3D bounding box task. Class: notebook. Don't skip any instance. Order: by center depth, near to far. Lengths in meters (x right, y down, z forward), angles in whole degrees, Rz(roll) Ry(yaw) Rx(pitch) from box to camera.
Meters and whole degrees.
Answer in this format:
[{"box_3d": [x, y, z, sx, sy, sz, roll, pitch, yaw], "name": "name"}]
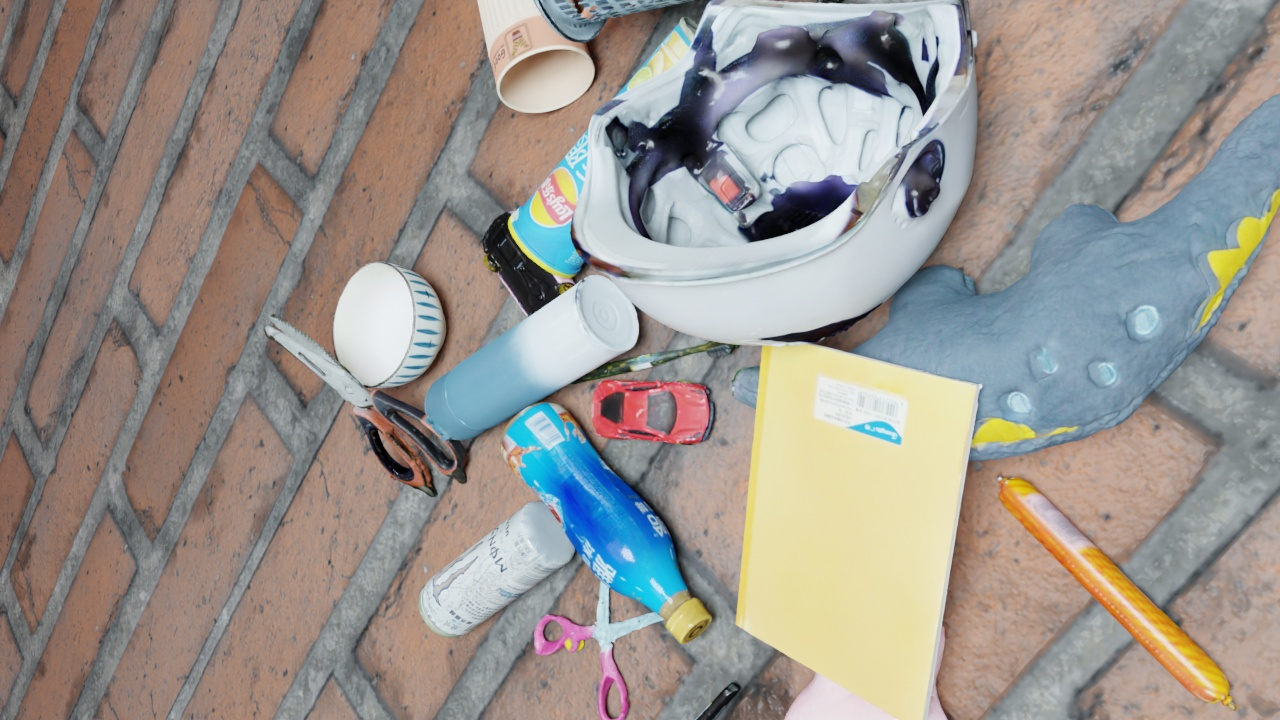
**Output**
[{"box_3d": [0.120, 0.097, 0.549, 0.146, 0.010, 0.206, 18, 110, 45], "name": "notebook"}]

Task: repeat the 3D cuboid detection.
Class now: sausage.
[{"box_3d": [0.261, 0.125, 0.513, 0.021, 0.021, 0.165, -51, 59, 21], "name": "sausage"}]

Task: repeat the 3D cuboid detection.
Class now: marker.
[{"box_3d": [0.034, 0.279, 0.671, 0.015, 0.018, 0.124, 47, 112, 28], "name": "marker"}]

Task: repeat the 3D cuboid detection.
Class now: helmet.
[{"box_3d": [0.088, -0.101, 0.562, 0.229, 0.146, 0.258, 13, 61, 38], "name": "helmet"}]

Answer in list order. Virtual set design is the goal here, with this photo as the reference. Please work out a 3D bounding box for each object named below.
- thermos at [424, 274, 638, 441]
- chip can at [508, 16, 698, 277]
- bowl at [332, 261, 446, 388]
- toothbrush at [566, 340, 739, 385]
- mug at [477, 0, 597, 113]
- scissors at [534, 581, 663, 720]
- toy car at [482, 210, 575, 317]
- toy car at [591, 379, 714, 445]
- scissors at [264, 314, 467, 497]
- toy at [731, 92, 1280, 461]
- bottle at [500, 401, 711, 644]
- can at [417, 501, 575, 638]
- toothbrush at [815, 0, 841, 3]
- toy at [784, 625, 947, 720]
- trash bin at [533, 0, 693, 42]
[{"box_3d": [-0.098, 0.005, 0.749, 0.221, 0.070, 0.070, -29, 69, 38], "name": "thermos"}, {"box_3d": [-0.013, -0.160, 0.710, 0.211, 0.071, 0.071, -44, 62, 25], "name": "chip can"}, {"box_3d": [-0.226, -0.030, 0.861, 0.117, 0.066, 0.116, -4, 83, 35], "name": "bowl"}, {"box_3d": [-0.004, 0.004, 0.724, 0.186, 0.017, 0.012, -12, 115, 35], "name": "toothbrush"}, {"box_3d": [-0.080, -0.283, 0.762, 0.115, 0.081, 0.105, -30, 67, 37], "name": "mug"}, {"box_3d": [-0.031, 0.224, 0.727, 0.134, 0.017, 0.135, -25, 69, 29], "name": "scissors"}, {"box_3d": [-0.090, -0.073, 0.783, 0.056, 0.037, 0.122, -43, 75, 32], "name": "toy car"}, {"box_3d": [0.007, 0.039, 0.704, 0.106, 0.031, 0.049, 2, 88, 35], "name": "toy car"}, {"box_3d": [-0.255, 0.045, 0.833, 0.207, 0.015, 0.194, 11, 125, 16], "name": "scissors"}, {"box_3d": [0.211, -0.014, 0.522, 0.357, 0.091, 0.137, -26, 60, 30], "name": "toy"}, {"box_3d": [-0.025, 0.122, 0.700, 0.218, 0.065, 0.065, 46, 112, 29], "name": "bottle"}, {"box_3d": [-0.122, 0.177, 0.770, 0.147, 0.058, 0.058, -39, 65, 28], "name": "can"}, {"box_3d": [0.097, -0.178, 0.660, 0.027, 0.026, 0.213, 26, 102, 12], "name": "toothbrush"}, {"box_3d": [0.144, 0.229, 0.572, 0.121, 0.054, 0.159, 2, 76, 36], "name": "toy"}, {"box_3d": [0.039, -0.332, 0.608, 0.195, 0.226, 0.226, 5, 89, 18], "name": "trash bin"}]
